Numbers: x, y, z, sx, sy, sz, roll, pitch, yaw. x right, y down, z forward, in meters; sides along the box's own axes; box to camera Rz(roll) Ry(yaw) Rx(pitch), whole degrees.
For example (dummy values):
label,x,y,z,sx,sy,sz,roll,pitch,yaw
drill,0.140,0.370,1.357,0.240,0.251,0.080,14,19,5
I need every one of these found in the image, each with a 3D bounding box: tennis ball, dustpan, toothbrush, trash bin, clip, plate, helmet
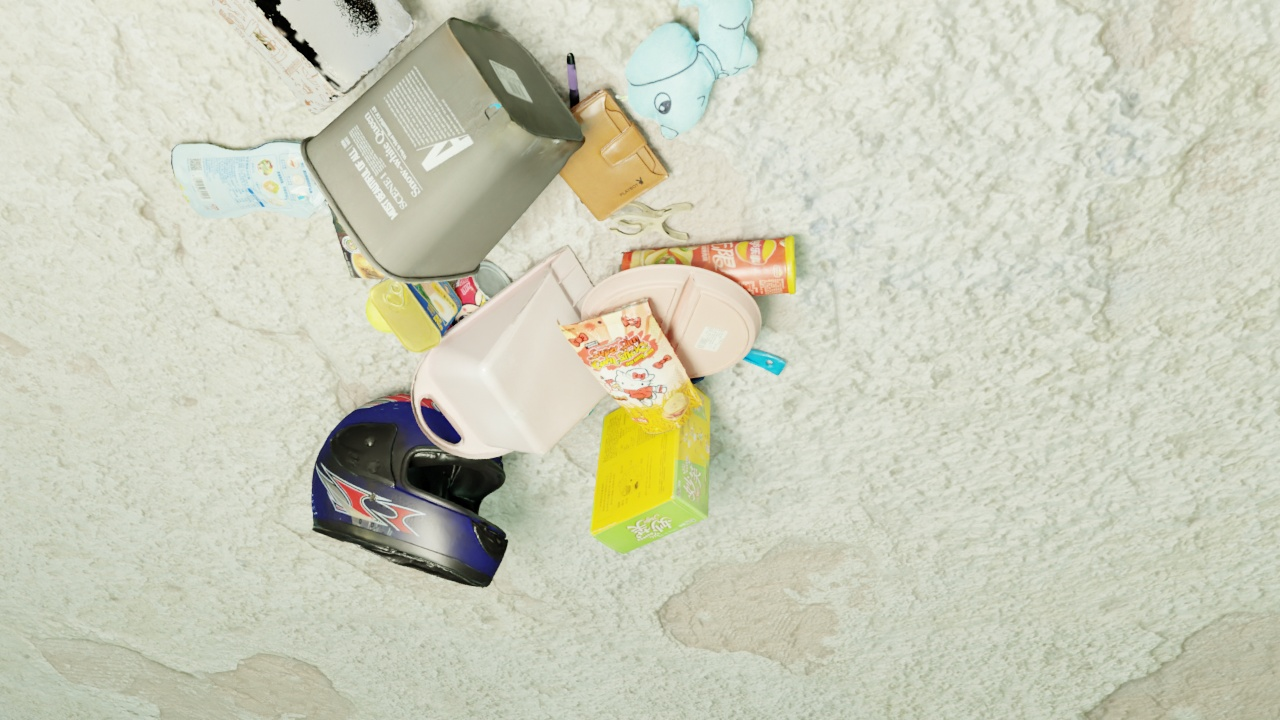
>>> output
label,x,y,z,sx,sy,sz,roll,pitch,yaw
tennis ball,-0.338,-0.069,1.241,0.065,0.065,0.066,4,132,5
dustpan,-0.164,0.006,1.217,0.139,0.272,0.223,7,136,43
toothbrush,-0.073,-0.263,1.064,0.014,0.016,0.189,-4,130,-1
trash bin,-0.201,-0.224,0.982,0.220,0.198,0.199,-37,83,26
clip,0.012,-0.171,1.124,0.100,0.034,0.071,1,131,-3
plate,0.038,-0.040,1.161,0.229,0.028,0.230,3,147,2
helmet,-0.312,0.172,1.320,0.316,0.240,0.247,11,160,26

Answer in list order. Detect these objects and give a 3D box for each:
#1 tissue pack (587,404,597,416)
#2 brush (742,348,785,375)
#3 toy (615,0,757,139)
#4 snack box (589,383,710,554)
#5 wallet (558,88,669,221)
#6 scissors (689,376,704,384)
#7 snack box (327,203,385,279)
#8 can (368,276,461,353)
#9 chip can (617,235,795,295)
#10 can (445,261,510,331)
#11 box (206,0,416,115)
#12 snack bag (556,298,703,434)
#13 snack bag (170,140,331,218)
label,x,y,z,sx,sy,sz,roll,pitch,yaw
tissue pack,-0.135,0.048,1.325,0.093,0.050,0.133,-28,123,27
brush,0.078,-0.029,1.238,0.254,0.045,0.083,18,128,-13
toy,0.047,-0.315,0.978,0.156,0.049,0.161,-6,125,10
snack box,0.015,0.143,1.268,0.158,0.209,0.070,-30,128,33
wallet,-0.044,-0.236,1.063,0.108,0.031,0.132,-30,125,18
scissors,0.056,0.043,1.319,0.157,0.012,0.165,-26,124,28
snack box,-0.319,-0.161,1.172,0.126,0.053,0.113,5,132,11
can,-0.276,-0.074,1.138,0.057,0.083,0.102,-21,116,24
chip can,0.084,-0.109,1.139,0.217,0.073,0.073,-4,131,12
can,-0.223,-0.079,1.214,0.066,0.066,0.094,39,126,-24
box,-0.361,-0.365,0.954,0.188,0.154,0.183,-3,135,51
snack bag,-0.007,0.007,1.168,0.129,0.073,0.208,-10,137,24
snack bag,-0.477,-0.223,1.144,0.191,0.038,0.110,0,126,6
